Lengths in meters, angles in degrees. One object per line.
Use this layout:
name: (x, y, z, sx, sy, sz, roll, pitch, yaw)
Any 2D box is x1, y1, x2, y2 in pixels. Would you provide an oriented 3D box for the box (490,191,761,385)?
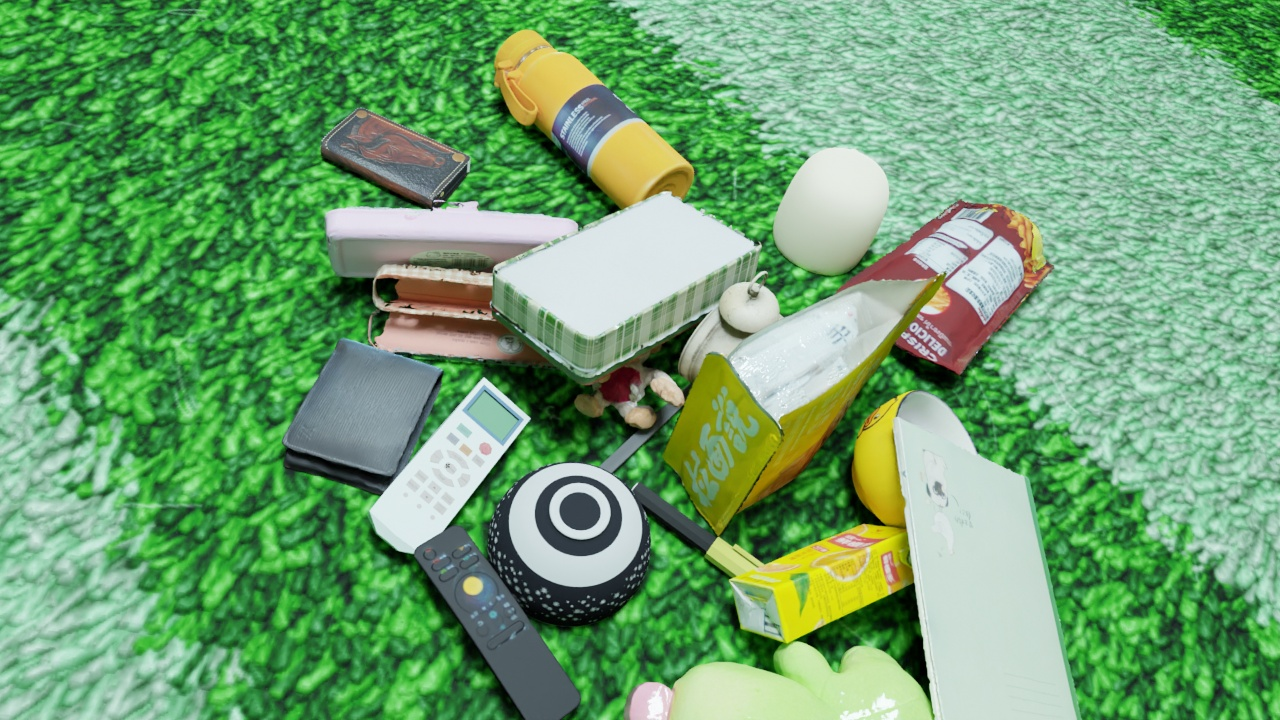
box: (-0.008, -0.064, 0.724, 0.118, 0.051, 0.204, 33, 45, 28)

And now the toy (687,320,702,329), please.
toy: (0.024, -0.078, 0.819, 0.095, 0.065, 0.127, 10, 49, -12)

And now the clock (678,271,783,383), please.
clock: (0.082, -0.019, 0.725, 0.092, 0.141, 0.054, -36, 66, -29)

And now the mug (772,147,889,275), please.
mug: (0.190, -0.158, 0.888, 0.096, 0.100, 0.119, 22, 54, 2)

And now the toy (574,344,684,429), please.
toy: (-0.004, 0.004, 0.747, 0.085, 0.074, 0.105, 15, 39, -3)

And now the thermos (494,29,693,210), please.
thermos: (-0.055, -0.233, 0.893, 0.232, 0.076, 0.091, 47, 23, 19)

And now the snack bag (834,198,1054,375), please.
snack bag: (0.299, -0.078, 0.883, 0.207, 0.067, 0.139, -36, 65, -29)

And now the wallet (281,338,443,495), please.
wallet: (-0.212, 0.039, 0.704, 0.089, 0.026, 0.114, 16, 54, 0)

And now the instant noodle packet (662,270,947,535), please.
instant noodle packet: (0.135, 0.019, 0.714, 0.221, 0.163, 0.084, -29, 65, -29)

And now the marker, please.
marker: (0.045, 0.133, 0.701, 0.124, 0.017, 0.021, 35, 100, 12)

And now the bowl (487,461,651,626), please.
bowl: (-0.048, 0.122, 0.659, 0.120, 0.067, 0.120, 6, 55, -9)

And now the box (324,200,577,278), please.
box: (-0.160, -0.098, 0.781, 0.201, 0.146, 0.077, 1, 96, -13)

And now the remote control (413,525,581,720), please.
remote control: (-0.099, 0.181, 0.625, 0.041, 0.020, 0.152, -29, 73, -32)

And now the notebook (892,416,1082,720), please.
notebook: (0.255, 0.180, 0.661, 0.181, 0.010, 0.252, 23, 54, -34)

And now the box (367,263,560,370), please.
box: (-0.128, -0.034, 0.755, 0.187, 0.083, 0.041, 4, 29, -8)

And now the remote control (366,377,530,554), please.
remote control: (-0.144, 0.081, 0.686, 0.049, 0.024, 0.143, 43, 55, -9)

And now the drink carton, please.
drink carton: (0.138, 0.160, 0.669, 0.134, 0.059, 0.043, -15, 92, -28)

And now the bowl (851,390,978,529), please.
bowl: (0.212, 0.089, 0.730, 0.117, 0.068, 0.117, 21, 55, -34)

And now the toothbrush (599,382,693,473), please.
toothbrush: (0.020, 0.045, 0.762, 0.013, 0.013, 0.167, 40, 58, 15)

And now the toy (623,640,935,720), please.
toy: (0.107, 0.250, 0.589, 0.196, 0.107, 0.150, -7, 58, -28)

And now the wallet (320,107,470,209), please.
wallet: (-0.229, -0.190, 0.863, 0.123, 0.019, 0.072, 25, 50, 5)
